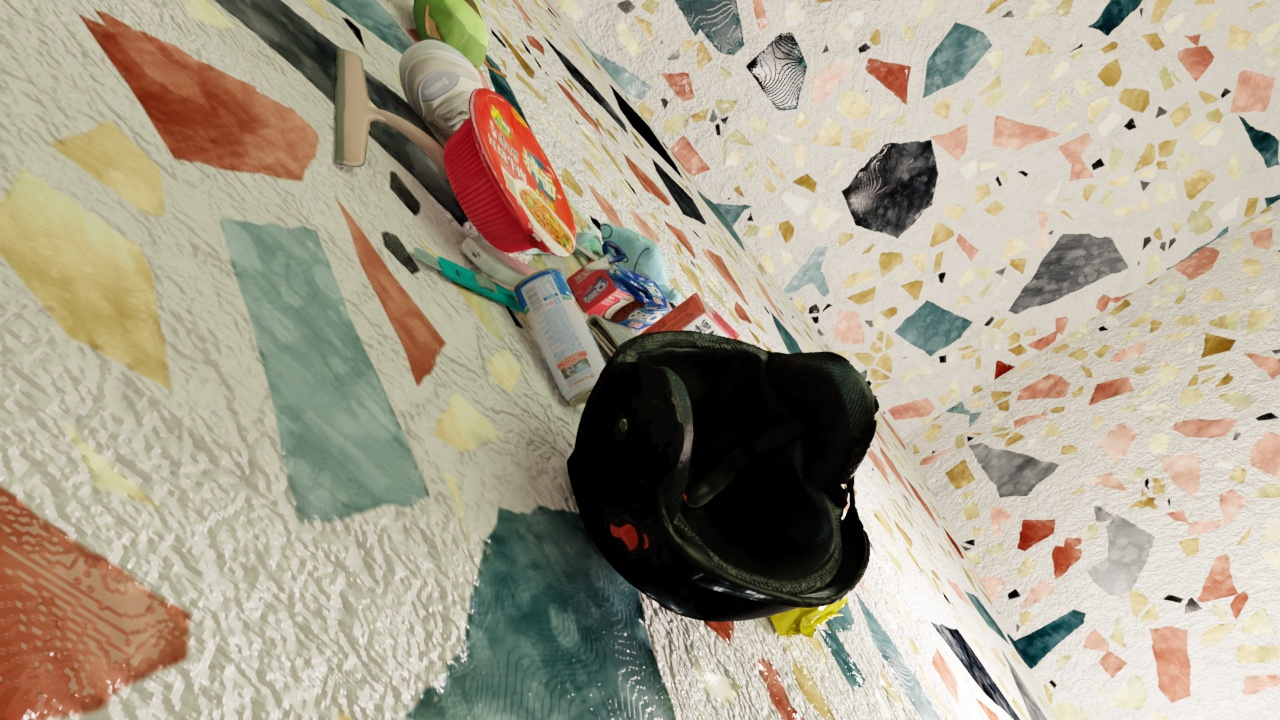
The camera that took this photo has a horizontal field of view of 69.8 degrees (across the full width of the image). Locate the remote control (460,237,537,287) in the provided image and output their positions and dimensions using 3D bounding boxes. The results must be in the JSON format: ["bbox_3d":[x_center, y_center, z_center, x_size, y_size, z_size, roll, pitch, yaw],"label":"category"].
[{"bbox_3d":[-0.136,-0.093,0.971,0.056,0.020,0.136,42,9,25],"label":"remote control"}]

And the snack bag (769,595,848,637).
[{"bbox_3d":[0.167,0.211,1.110,0.158,0.068,0.246,20,42,-63],"label":"snack bag"}]

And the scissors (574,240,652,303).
[{"bbox_3d":[-0.035,-0.114,1.134,0.163,0.012,0.162,45,20,-19],"label":"scissors"}]

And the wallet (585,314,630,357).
[{"bbox_3d":[-0.007,0.007,1.128,0.129,0.037,0.106,38,12,-49],"label":"wallet"}]

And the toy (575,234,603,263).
[{"bbox_3d":[-0.075,-0.160,1.295,0.096,0.030,0.091,57,19,20],"label":"toy"}]

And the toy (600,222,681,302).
[{"bbox_3d":[0.001,-0.142,1.351,0.161,0.049,0.156,36,-21,-4],"label":"toy"}]

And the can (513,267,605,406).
[{"bbox_3d":[-0.077,-0.024,0.926,0.134,0.053,0.053,64,17,12],"label":"can"}]

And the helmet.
[{"bbox_3d":[0.061,0.101,0.767,0.233,0.231,0.274,-3,55,-35],"label":"helmet"}]

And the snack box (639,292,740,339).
[{"bbox_3d":[0.070,-0.017,1.257,0.127,0.113,0.044,38,21,-45],"label":"snack box"}]

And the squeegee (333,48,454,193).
[{"bbox_3d":[-0.211,-0.201,0.963,0.249,0.040,0.247,42,19,-40],"label":"squeegee"}]

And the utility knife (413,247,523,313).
[{"bbox_3d":[-0.160,-0.076,0.891,0.186,0.013,0.029,25,33,-61],"label":"utility knife"}]

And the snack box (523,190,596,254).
[{"bbox_3d":[-0.118,-0.178,1.162,0.074,0.052,0.174,56,15,3],"label":"snack box"}]

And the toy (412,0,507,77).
[{"bbox_3d":[-0.266,-0.476,1.298,0.227,0.090,0.246,49,18,-41],"label":"toy"}]

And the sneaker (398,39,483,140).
[{"bbox_3d":[-0.197,-0.273,1.086,0.242,0.090,0.090,40,24,-59],"label":"sneaker"}]

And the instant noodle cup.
[{"bbox_3d":[-0.143,-0.184,0.964,0.194,0.066,0.193,56,17,-28],"label":"instant noodle cup"}]

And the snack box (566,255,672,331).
[{"bbox_3d":[-0.022,-0.087,1.239,0.057,0.058,0.207,58,16,16],"label":"snack box"}]
